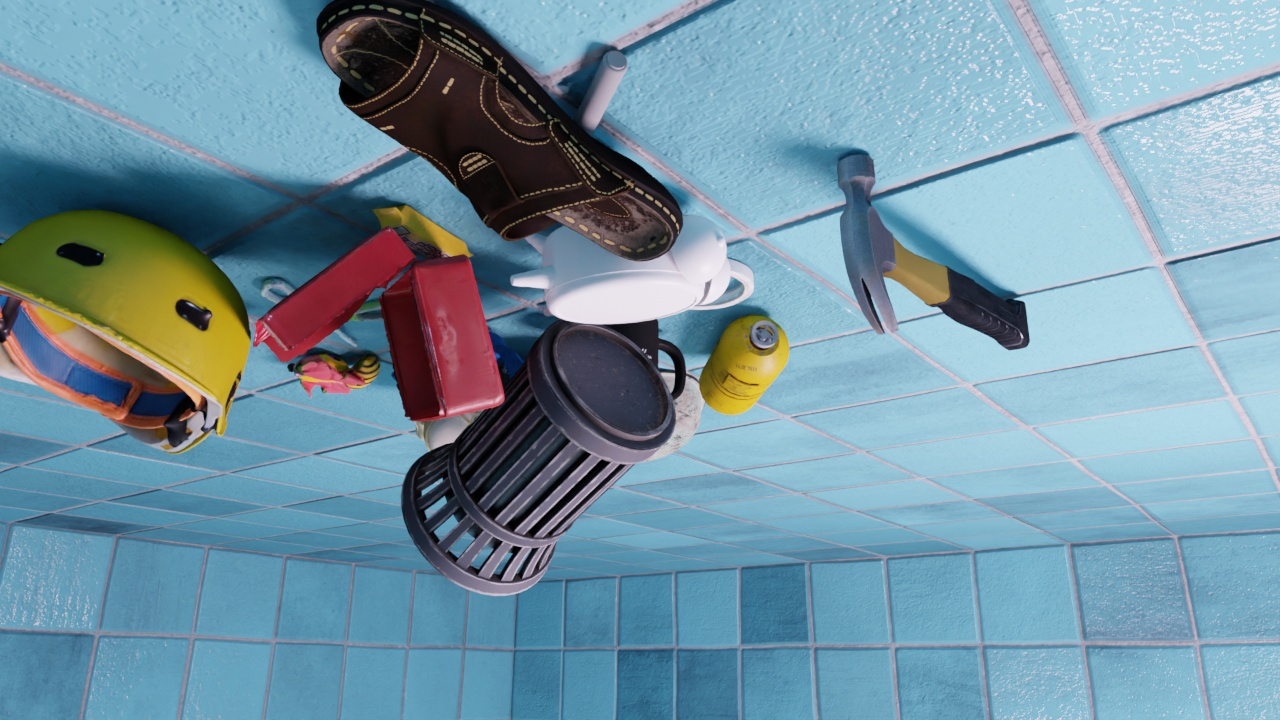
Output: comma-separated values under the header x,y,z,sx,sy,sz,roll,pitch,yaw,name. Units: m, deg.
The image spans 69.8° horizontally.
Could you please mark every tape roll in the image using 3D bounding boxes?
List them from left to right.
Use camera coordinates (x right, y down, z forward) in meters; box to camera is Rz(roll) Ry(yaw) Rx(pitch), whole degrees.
x,y,z,sx,sy,sz,roll,pitch,yaw,name
0.055,-0.069,0.823,0.093,0.013,0.093,0,160,0,tape roll

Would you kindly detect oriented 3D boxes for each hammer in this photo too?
x,y,z,sx,sy,sz,roll,pitch,yaw,name
0.247,-0.055,0.736,0.025,0.117,0.332,-12,163,38,hammer

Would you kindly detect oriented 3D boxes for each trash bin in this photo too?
x,y,z,sx,sy,sz,roll,pitch,yaw,name
-0.088,0.083,0.827,0.164,0.164,0.228,16,132,-37,trash bin

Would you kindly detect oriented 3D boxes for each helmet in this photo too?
x,y,z,sx,sy,sz,roll,pitch,yaw,name
-0.396,-0.042,0.715,0.209,0.139,0.241,33,147,-24,helmet

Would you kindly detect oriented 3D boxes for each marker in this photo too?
x,y,z,sx,sy,sz,roll,pitch,yaw,name
-0.036,-0.150,0.586,0.016,0.016,0.141,7,160,-18,marker

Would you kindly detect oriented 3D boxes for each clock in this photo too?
x,y,z,sx,sy,sz,roll,pitch,yaw,name
-0.012,-0.078,0.723,0.161,0.072,0.125,-7,169,7,clock

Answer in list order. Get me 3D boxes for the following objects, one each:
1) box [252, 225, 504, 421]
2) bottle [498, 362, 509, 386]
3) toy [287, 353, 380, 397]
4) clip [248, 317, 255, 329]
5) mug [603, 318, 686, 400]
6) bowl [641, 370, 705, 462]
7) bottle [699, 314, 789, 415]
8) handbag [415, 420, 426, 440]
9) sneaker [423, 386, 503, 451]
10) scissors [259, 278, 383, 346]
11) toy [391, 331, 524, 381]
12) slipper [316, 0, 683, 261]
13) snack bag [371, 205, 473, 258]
x,y,z,sx,sy,sz,roll,pitch,yaw,name
-0.193,-0.011,0.742,0.168,0.153,0.157,47,161,-12,box
-0.146,0.024,1.061,0.036,0.036,0.110,1,161,0,bottle
-0.347,0.014,1.035,0.103,0.046,0.084,0,148,-13,toy
-0.466,-0.034,0.885,0.143,0.072,0.124,-20,151,29,clip
-0.005,0.005,0.924,0.113,0.088,0.078,10,159,-26,mug
0.009,0.077,1.113,0.157,0.038,0.158,-12,143,-9,bowl
0.108,0.002,0.937,0.071,0.071,0.164,3,161,-6,bottle
-0.209,0.058,1.075,0.111,0.081,0.119,14,162,-5,handbag
-0.105,0.072,0.972,0.241,0.089,0.102,-15,-154,-10,sneaker
-0.319,-0.046,0.909,0.172,0.022,0.174,-11,163,23,scissors
-0.188,-0.002,0.946,0.176,0.071,0.113,6,161,17,toy
-0.078,-0.119,0.555,0.113,0.075,0.267,-13,148,42,slipper
-0.172,-0.098,0.734,0.026,0.020,0.099,-7,160,26,snack bag
